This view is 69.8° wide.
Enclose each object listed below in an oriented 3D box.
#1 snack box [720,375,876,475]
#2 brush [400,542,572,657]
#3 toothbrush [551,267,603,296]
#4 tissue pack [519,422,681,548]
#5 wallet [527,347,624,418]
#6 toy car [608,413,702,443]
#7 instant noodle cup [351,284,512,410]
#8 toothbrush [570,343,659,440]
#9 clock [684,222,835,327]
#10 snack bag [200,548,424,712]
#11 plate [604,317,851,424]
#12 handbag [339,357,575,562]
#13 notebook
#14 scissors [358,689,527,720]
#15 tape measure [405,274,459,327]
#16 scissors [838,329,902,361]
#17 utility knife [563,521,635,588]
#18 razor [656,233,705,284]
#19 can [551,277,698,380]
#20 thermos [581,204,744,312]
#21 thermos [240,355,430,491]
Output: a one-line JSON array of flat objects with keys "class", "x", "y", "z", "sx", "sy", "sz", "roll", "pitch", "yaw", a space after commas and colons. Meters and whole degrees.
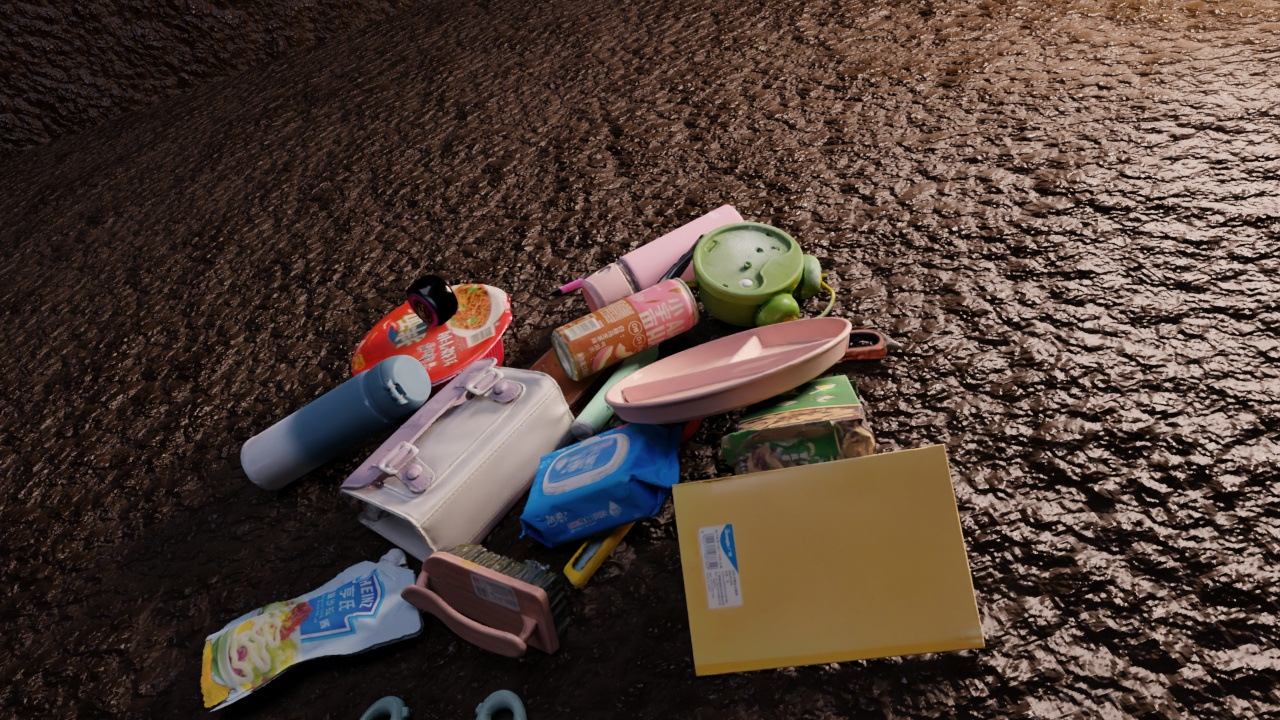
[{"class": "snack box", "x": 0.136, "y": 0.076, "z": 0.757, "sx": 0.118, "sy": 0.118, "sz": 0.105, "roll": -9, "pitch": 25, "yaw": 14}, {"class": "brush", "x": -0.130, "y": 0.195, "z": 0.755, "sx": 0.146, "sy": 0.063, "sz": 0.072, "roll": 11, "pitch": 34, "yaw": 34}, {"class": "toothbrush", "x": -0.024, "y": -0.121, "z": 1.148, "sx": 0.189, "sy": 0.014, "sz": 0.017, "roll": -23, "pitch": 27, "yaw": -4}, {"class": "tissue pack", "x": -0.034, "y": 0.104, "z": 0.811, "sx": 0.157, "sy": 0.052, "sz": 0.094, "roll": -21, "pitch": 27, "yaw": 20}, {"class": "wallet", "x": -0.073, "y": 0.009, "z": 0.994, "sx": 0.101, "sy": 0.032, "sz": 0.124, "roll": 11, "pitch": 46, "yaw": 38}, {"class": "toy car", "x": 0.013, "y": 0.059, "z": 0.887, "sx": 0.106, "sy": 0.031, "sz": 0.049, "roll": 3, "pitch": 39, "yaw": 49}, {"class": "instant noodle cup", "x": -0.229, "y": -0.007, "z": 1.057, "sx": 0.194, "sy": 0.066, "sz": 0.193, "roll": -14, "pitch": 37, "yaw": 10}, {"class": "toothbrush", "x": -0.006, "y": 0.006, "z": 0.963, "sx": 0.027, "sy": 0.027, "sz": 0.223, "roll": -44, "pitch": 6, "yaw": 49}, {"class": "clock", "x": 0.129, "y": -0.084, "z": 0.978, "sx": 0.161, "sy": 0.056, "sz": 0.115, "roll": 25, "pitch": 55, "yaw": 23}, {"class": "snack bag", "x": -0.285, "y": 0.233, "z": 0.805, "sx": 0.191, "sy": 0.039, "sz": 0.110, "roll": -23, "pitch": 26, "yaw": -5}, {"class": "plate", "x": 0.079, "y": 0.009, "z": 0.827, "sx": 0.229, "sy": 0.028, "sz": 0.229, "roll": -17, "pitch": 9, "yaw": 3}, {"class": "handbag", "x": -0.177, "y": 0.090, "z": 0.891, "sx": 0.145, "sy": 0.098, "sz": 0.196, "roll": 10, "pitch": 45, "yaw": 42}, {"class": "notebook", "x": 0.131, "y": 0.147, "z": 0.674, "sx": 0.206, "sy": 0.010, "sz": 0.145, "roll": -11, "pitch": 74, "yaw": 13}, {"class": "scissors", "x": -0.171, "y": 0.306, "z": 0.675, "sx": 0.179, "sy": 0.019, "sz": 0.172, "roll": 10, "pitch": 48, "yaw": 33}, {"class": "tape measure", "x": -0.233, "y": -0.068, "z": 1.033, "sx": 0.058, "sy": 0.057, "sz": 0.039, "roll": 11, "pitch": 45, "yaw": 45}, {"class": "scissors", "x": 0.143, "y": 0.013, "z": 0.898, "sx": 0.188, "sy": 0.015, "sz": 0.223, "roll": -36, "pitch": 40, "yaw": -20}, {"class": "utility knife", "x": -0.016, "y": 0.140, "z": 0.812, "sx": 0.033, "sy": 0.015, "sz": 0.154, "roll": 11, "pitch": 47, "yaw": 39}, {"class": "razor", "x": 0.031, "y": -0.086, "z": 1.016, "sx": 0.022, "sy": 0.043, "sz": 0.142, "roll": 35, "pitch": 79, "yaw": 3}, {"class": "can", "x": -0.016, "y": -0.033, "z": 0.945, "sx": 0.147, "sy": 0.058, "sz": 0.058, "roll": -25, "pitch": 37, "yaw": -16}, {"class": "thermos", "x": 0.026, "y": -0.112, "z": 1.074, "sx": 0.198, "sy": 0.067, "sz": 0.087, "roll": -28, "pitch": 23, "yaw": -9}, {"class": "thermos", "x": -0.316, "y": 0.064, "z": 0.957, "sx": 0.221, "sy": 0.070, "sz": 0.070, "roll": -28, "pitch": 34, "yaw": 19}]
